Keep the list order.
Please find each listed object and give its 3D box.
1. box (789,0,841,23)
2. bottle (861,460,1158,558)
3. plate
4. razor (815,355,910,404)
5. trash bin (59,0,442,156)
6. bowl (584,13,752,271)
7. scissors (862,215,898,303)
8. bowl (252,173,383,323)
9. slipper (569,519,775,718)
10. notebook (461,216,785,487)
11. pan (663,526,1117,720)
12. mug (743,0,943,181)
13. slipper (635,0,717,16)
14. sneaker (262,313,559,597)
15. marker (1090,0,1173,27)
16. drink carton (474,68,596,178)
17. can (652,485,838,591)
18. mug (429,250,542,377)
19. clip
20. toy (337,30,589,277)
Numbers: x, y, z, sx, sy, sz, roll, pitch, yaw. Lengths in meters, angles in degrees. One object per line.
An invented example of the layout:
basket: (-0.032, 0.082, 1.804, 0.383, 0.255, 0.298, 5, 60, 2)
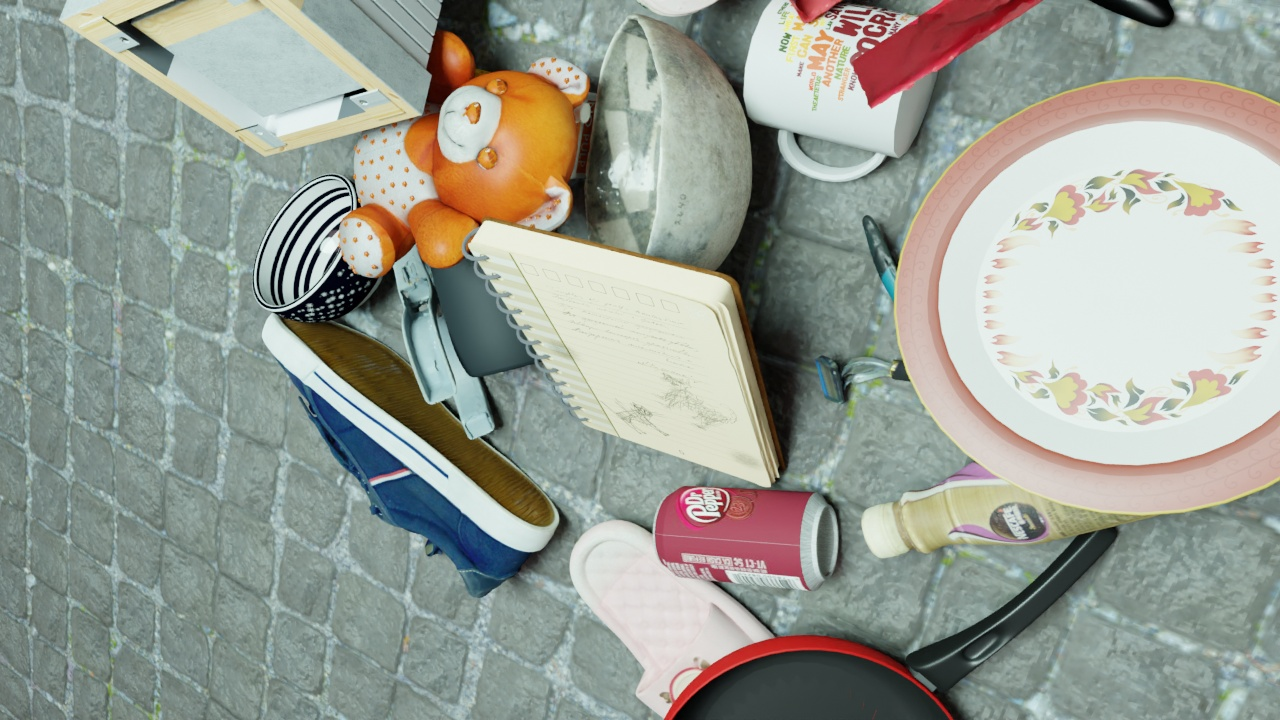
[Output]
box: (0.107, -0.272, 0.344, 0.211, 0.318, 0.121, -30, 84, 15)
bottle: (0.211, 0.081, 0.535, 0.166, 0.059, 0.059, -24, 89, 31)
plate: (0.251, -0.035, 0.480, 0.230, 0.021, 0.229, -6, 78, 27)
razor: (0.181, 0.011, 0.559, 0.144, 0.022, 0.043, 3, 145, 24)
trash bin: (-0.213, -0.282, 0.574, 0.143, 0.142, 0.246, -4, 67, 29)
bowl: (0.022, -0.115, 0.562, 0.081, 0.178, 0.178, -2, 104, -16)
scissors: (0.176, -0.032, 0.537, 0.123, 0.019, 0.148, 23, 95, 16)
bowl: (-0.245, -0.081, 0.737, 0.120, 0.066, 0.120, -17, 59, 30)
slipper: (0.033, 0.208, 0.663, 0.221, 0.055, 0.107, 46, 117, 11)
notebook: (-0.003, 0.003, 0.567, 0.167, 0.226, 0.024, 17, 65, 25)
pan: (0.156, 0.224, 0.585, 0.209, 0.067, 0.356, 41, 99, -4)
mug: (0.115, -0.152, 0.533, 0.090, 0.073, 0.105, 21, 136, 23)
slipper: (0.068, -0.303, 0.506, 0.239, 0.064, 0.094, -45, 122, 11)
sneaker: (-0.207, 0.079, 0.740, 0.294, 0.120, 0.127, 41, 105, 11)
marker: (0.221, -0.216, 0.490, 0.138, 0.016, 0.022, 38, 85, 17)
drink carton: (-0.088, -0.170, 0.653, 0.123, 0.040, 0.059, 19, 110, 24)
can: (0.070, 0.118, 0.618, 0.114, 0.063, 0.063, -2, 100, 29)
mug: (-0.110, -0.041, 0.677, 0.122, 0.085, 0.094, -7, 99, 58)
clip: (-0.150, -0.006, 0.721, 0.030, 0.159, 0.173, -21, 53, -2)
toy: (-0.119, -0.135, 0.597, 0.173, 0.092, 0.163, -2, 76, 25)
